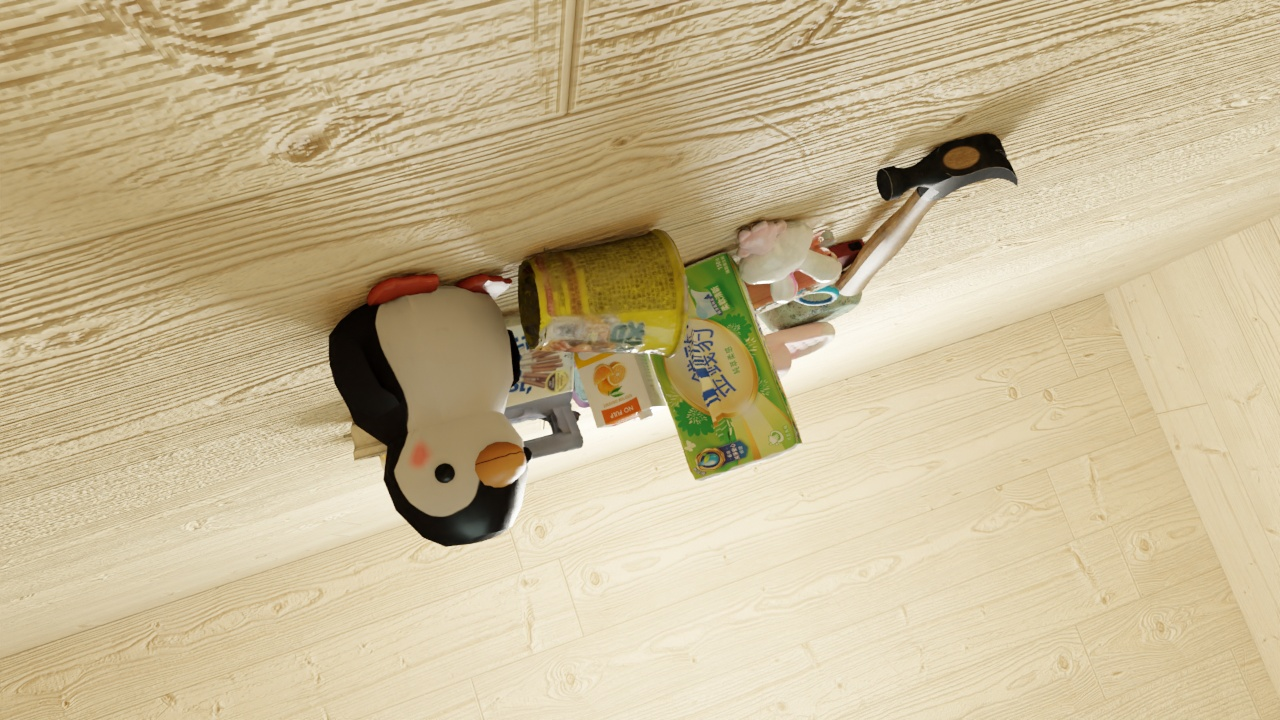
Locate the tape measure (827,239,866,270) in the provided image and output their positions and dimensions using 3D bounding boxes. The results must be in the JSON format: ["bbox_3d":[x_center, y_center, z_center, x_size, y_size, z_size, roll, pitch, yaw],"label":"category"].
[{"bbox_3d":[0.213,-0.112,0.998,0.051,0.019,0.059,-7,159,-44],"label":"tape measure"}]

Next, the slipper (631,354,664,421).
[{"bbox_3d":[-0.006,0.006,1.044,0.094,0.064,0.239,-41,164,0],"label":"slipper"}]

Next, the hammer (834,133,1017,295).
[{"bbox_3d":[0.251,-0.126,0.886,0.132,0.040,0.306,-17,167,-8],"label":"hammer"}]

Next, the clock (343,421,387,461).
[{"bbox_3d":[-0.268,0.074,1.014,0.092,0.054,0.141,-11,176,-38],"label":"clock"}]

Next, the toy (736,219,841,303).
[{"bbox_3d":[0.125,-0.095,0.829,0.076,0.037,0.125,-34,141,25],"label":"toy"}]

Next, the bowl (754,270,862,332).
[{"bbox_3d":[0.227,-0.071,1.206,0.157,0.038,0.157,-18,171,-3],"label":"bowl"}]

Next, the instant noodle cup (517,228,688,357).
[{"bbox_3d":[-0.031,-0.046,0.684,0.108,0.102,0.102,-7,167,-20],"label":"instant noodle cup"}]

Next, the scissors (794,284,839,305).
[{"bbox_3d":[0.157,-0.071,1.025,0.113,0.013,0.141,23,144,-31],"label":"scissors"}]

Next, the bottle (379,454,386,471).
[{"bbox_3d":[-0.281,0.112,1.183,0.108,0.063,0.063,-18,171,-12],"label":"bottle"}]

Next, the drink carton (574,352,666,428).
[{"bbox_3d":[-0.025,0.002,0.857,0.059,0.122,0.040,-22,171,19],"label":"drink carton"}]

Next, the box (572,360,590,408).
[{"bbox_3d":[0.014,0.003,1.164,0.214,0.062,0.140,-17,167,-13],"label":"box"}]

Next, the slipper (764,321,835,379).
[{"bbox_3d":[0.162,0.004,1.176,0.221,0.055,0.107,-21,164,-29],"label":"slipper"}]

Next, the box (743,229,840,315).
[{"bbox_3d":[0.116,-0.071,0.931,0.188,0.055,0.076,-22,-157,28],"label":"box"}]

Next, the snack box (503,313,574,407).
[{"bbox_3d":[-0.128,0.004,0.811,0.149,0.082,0.026,-14,-148,-30],"label":"snack box"}]

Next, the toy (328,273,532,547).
[{"bbox_3d":[-0.150,0.046,0.670,0.140,0.184,0.158,-24,170,35],"label":"toy"}]

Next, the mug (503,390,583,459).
[{"bbox_3d":[-0.123,0.040,0.887,0.103,0.124,0.084,-11,160,-32],"label":"mug"}]

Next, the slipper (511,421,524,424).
[{"bbox_3d":[-0.161,0.049,1.046,0.116,0.069,0.276,-23,171,7],"label":"slipper"}]

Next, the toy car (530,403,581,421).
[{"bbox_3d":[-0.128,0.069,1.236,0.092,0.037,0.040,19,160,-15],"label":"toy car"}]

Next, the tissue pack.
[{"bbox_3d":[0.064,0.006,0.833,0.120,0.197,0.141,-27,172,10],"label":"tissue pack"}]
